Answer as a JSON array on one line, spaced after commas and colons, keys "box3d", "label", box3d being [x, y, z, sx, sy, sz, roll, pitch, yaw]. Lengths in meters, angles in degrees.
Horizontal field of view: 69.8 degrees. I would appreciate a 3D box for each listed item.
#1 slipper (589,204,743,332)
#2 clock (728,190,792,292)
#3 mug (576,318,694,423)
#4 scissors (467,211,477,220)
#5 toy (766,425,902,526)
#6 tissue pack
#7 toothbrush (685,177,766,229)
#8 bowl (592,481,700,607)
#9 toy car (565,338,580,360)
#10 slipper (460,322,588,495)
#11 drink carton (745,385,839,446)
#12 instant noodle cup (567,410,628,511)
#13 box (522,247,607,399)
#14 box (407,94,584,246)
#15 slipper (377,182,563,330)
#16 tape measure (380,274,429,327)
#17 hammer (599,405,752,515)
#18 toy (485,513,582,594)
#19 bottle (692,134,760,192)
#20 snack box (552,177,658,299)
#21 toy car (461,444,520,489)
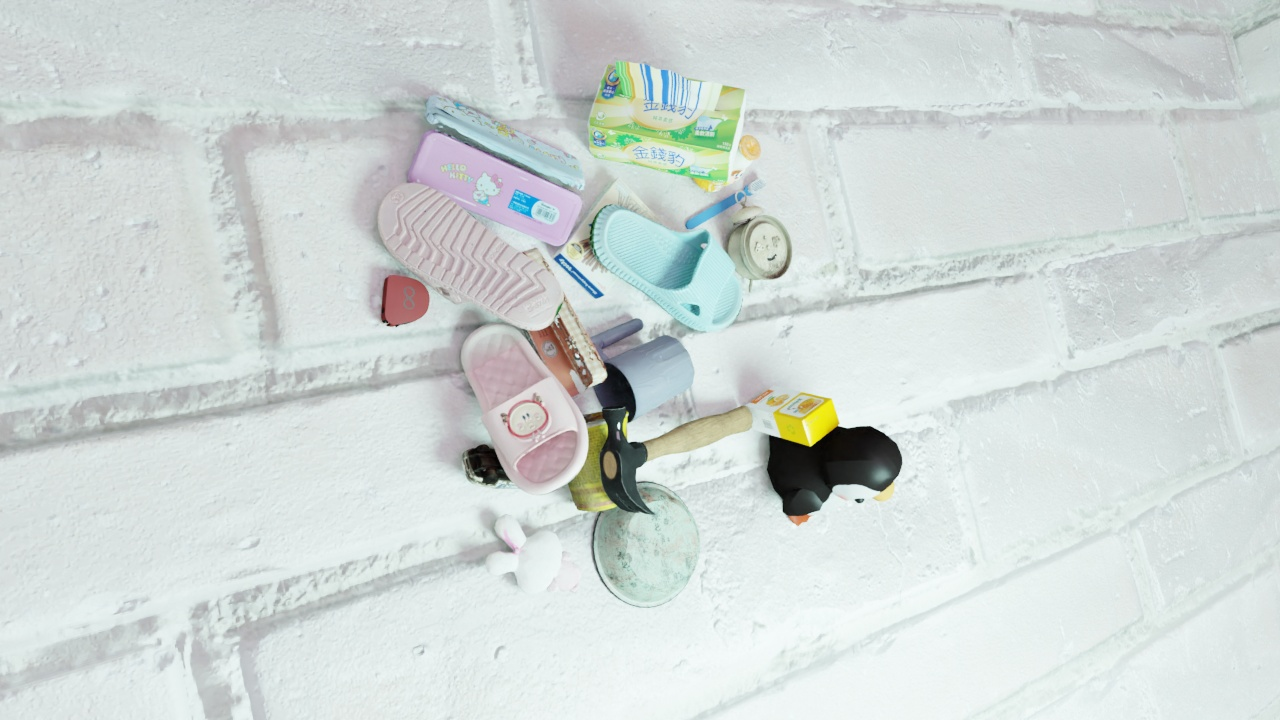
[{"box3d": [0.050, -0.121, 1.213, 0.276, 0.070, 0.115, 27, 73, -35], "label": "slipper"}, {"box3d": [0.162, -0.176, 1.320, 0.092, 0.055, 0.141, -28, 102, -33], "label": "clock"}, {"box3d": [-0.007, 0.007, 1.170, 0.103, 0.084, 0.124, -26, 67, -34], "label": "mug"}, {"box3d": [-0.185, -0.136, 1.122, 0.140, 0.013, 0.113, -2, 82, -30], "label": "scissors"}, {"box3d": [0.265, 0.135, 1.240, 0.158, 0.184, 0.140, -41, 101, -31], "label": "toy"}, {"box3d": [0.034, -0.322, 1.173, 0.198, 0.141, 0.120, 7, 69, 4], "label": "tissue pack"}, {"box3d": [0.126, -0.228, 1.332, 0.166, 0.014, 0.016, -34, 98, -32], "label": "toothbrush"}, {"box3d": [0.017, 0.230, 1.153, 0.157, 0.039, 0.157, 7, 76, -30], "label": "bowl"}, {"box3d": [-0.105, 0.015, 1.122, 0.037, 0.040, 0.092, 31, 65, -21], "label": "toy car"}, {"box3d": [-0.135, 0.048, 1.044, 0.106, 0.056, 0.221, -29, 68, -6], "label": "slipper"}, {"box3d": [0.203, 0.073, 1.252, 0.058, 0.123, 0.040, -32, 114, -26], "label": "drink carton"}, {"box3d": [-0.054, 0.120, 1.104, 0.102, 0.102, 0.108, -14, 96, -33], "label": "instant noodle cup"}, {"box3d": [-0.107, -0.045, 1.089, 0.076, 0.054, 0.187, -31, 80, 9], "label": "box"}, {"box3d": [-0.170, -0.238, 1.127, 0.214, 0.062, 0.139, 20, 67, -27], "label": "box"}, {"box3d": [-0.199, -0.110, 1.061, 0.239, 0.064, 0.094, 33, 72, 0], "label": "slipper"}, {"box3d": [-0.269, -0.065, 1.050, 0.051, 0.019, 0.059, 10, 75, -33], "label": "tape measure"}, {"box3d": [0.056, 0.103, 1.152, 0.304, 0.040, 0.132, -11, 99, -53], "label": "hammer"}, {"box3d": [-0.123, 0.233, 1.067, 0.125, 0.037, 0.075, 30, 62, -26], "label": "toy"}, {"box3d": [0.120, -0.278, 1.281, 0.063, 0.109, 0.063, 9, 75, -34], "label": "bottle"}, {"box3d": [-0.044, -0.161, 1.205, 0.082, 0.026, 0.149, 43, 60, -19], "label": "snack box"}, {"box3d": [-0.157, 0.129, 1.066, 0.112, 0.041, 0.048, 12, 43, -40], "label": "toy car"}]
